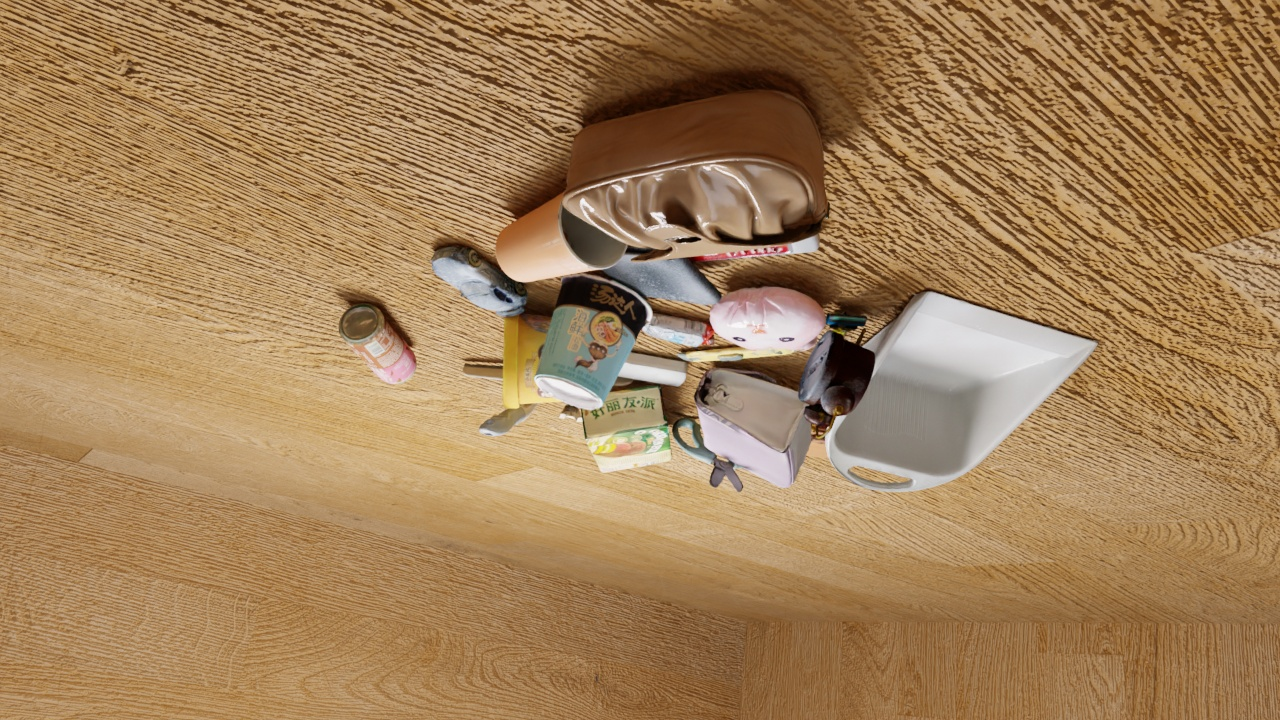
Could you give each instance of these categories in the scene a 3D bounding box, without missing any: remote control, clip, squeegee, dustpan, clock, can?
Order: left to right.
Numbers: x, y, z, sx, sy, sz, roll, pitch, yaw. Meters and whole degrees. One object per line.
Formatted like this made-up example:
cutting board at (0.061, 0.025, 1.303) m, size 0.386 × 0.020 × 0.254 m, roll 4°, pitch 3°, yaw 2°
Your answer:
can at (-0.339, -0.020, 1.194) m, size 0.058 × 0.057 × 0.147 m, roll 5°, pitch 158°, yaw 7°
squeegee at (-0.152, 0.060, 1.159) m, size 0.247 × 0.039 × 0.246 m, roll 3°, pitch -164°, yaw 11°
clip at (-0.103, 0.078, 1.345) m, size 0.035 × 0.089 × 0.104 m, roll 11°, pitch 148°, yaw -8°
remote control at (-0.007, 0.007, 1.192) m, size 0.135 × 0.019 × 0.056 m, roll 10°, pitch 158°, yaw -4°
remote control at (0.096, -0.114, 0.850) m, size 0.136 × 0.020 × 0.056 m, roll -2°, pitch 156°, yaw 24°
clock at (0.204, 0.025, 0.970) m, size 0.055 × 0.121 × 0.082 m, roll 23°, pitch 156°, yaw -4°
dustpan at (0.334, 0.057, 1.034) m, size 0.222 × 0.142 × 0.258 m, roll 14°, pitch 159°, yaw -16°

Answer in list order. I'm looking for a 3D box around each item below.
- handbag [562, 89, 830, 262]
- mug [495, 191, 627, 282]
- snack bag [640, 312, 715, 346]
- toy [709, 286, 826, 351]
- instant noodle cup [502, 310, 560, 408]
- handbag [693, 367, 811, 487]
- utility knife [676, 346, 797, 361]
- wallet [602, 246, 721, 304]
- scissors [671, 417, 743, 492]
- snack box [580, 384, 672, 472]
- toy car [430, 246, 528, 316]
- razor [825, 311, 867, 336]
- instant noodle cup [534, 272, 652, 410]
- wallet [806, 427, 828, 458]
handbag at (0.044, -0.131, 0.716) m, size 0.205 × 0.099 × 0.147 m, roll -3°, pitch 160°, yaw 35°
mug at (-0.079, -0.113, 0.851) m, size 0.078 × 0.078 × 0.123 m, roll 24°, pitch 159°, yaw -36°
snack bag at (0.039, -0.036, 1.057) m, size 0.105 × 0.026 × 0.045 m, roll 12°, pitch 158°, yaw -7°
toy at (0.141, -0.038, 0.988) m, size 0.121 × 0.054 × 0.159 m, roll 0°, pitch 165°, yaw 20°
instant noodle cup at (-0.104, -0.001, 1.088) m, size 0.114 × 0.118 × 0.119 m, roll 2°, pitch 159°, yaw -5°
handbag at (0.152, 0.085, 1.227) m, size 0.145 × 0.098 × 0.197 m, roll 19°, pitch 163°, yaw 17°
utility knife at (0.126, -0.011, 1.113) m, size 0.176 × 0.019 × 0.031 m, roll -10°, pitch 159°, yaw 29°
wallet at (0.011, -0.089, 0.924) m, size 0.121 × 0.019 × 0.097 m, roll 9°, pitch 161°, yaw 34°
scissors at (0.104, 0.131, 1.343) m, size 0.177 × 0.174 × 0.019 m, roll 24°, pitch 121°, yaw 12°
snack box at (-0.017, 0.104, 1.324) m, size 0.114 × 0.063 × 0.240 m, roll -10°, pitch 162°, yaw 1°
toy car at (-0.176, -0.085, 1.002) m, size 0.054 × 0.036 × 0.120 m, roll -8°, pitch 150°, yaw 36°
razor at (0.221, -0.023, 1.028) m, size 0.043 × 0.022 × 0.143 m, roll 6°, pitch 156°, yaw 6°
instant noodle cup at (-0.056, -0.015, 0.991) m, size 0.111 × 0.120 × 0.111 m, roll 18°, pitch 160°, yaw 6°
wallet at (0.296, 0.126, 1.370) m, size 0.132 × 0.031 × 0.108 m, roll 8°, pitch 162°, yaw 0°
